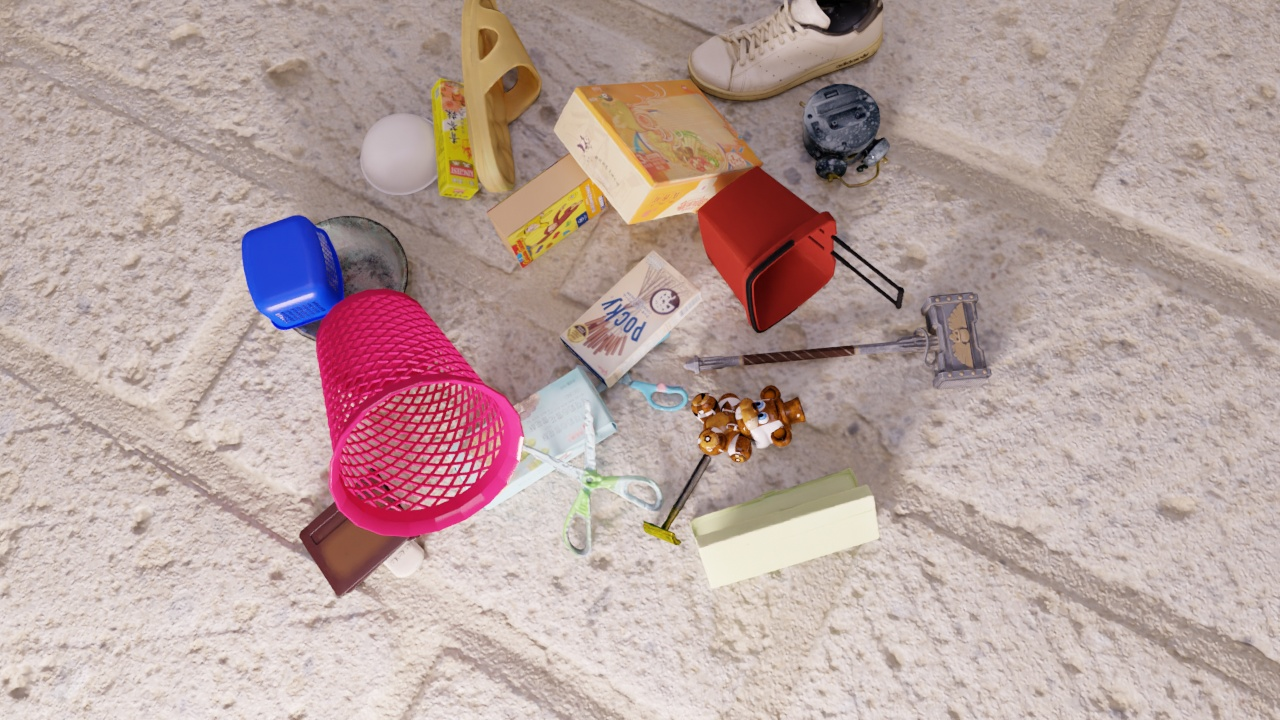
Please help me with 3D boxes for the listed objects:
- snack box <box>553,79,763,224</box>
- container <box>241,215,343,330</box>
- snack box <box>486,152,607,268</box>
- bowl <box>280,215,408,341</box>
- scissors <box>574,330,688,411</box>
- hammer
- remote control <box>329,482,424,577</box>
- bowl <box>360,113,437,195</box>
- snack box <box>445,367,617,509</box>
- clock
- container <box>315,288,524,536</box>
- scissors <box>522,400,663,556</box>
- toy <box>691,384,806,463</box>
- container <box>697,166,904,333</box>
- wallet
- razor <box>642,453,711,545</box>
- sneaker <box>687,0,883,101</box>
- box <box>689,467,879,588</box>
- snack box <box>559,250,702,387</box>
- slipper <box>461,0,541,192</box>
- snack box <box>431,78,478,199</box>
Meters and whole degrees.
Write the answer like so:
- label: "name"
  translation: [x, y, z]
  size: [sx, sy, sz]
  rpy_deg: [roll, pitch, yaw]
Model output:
- label: "snack box"
  translation: [0.020, -0.231, 1.023]
  size: [0.194, 0.081, 0.145]
  rpy_deg: [-21, 68, -45]
- label: "container"
  translation: [-0.394, -0.102, 1.031]
  size: [0.096, 0.058, 0.114]
  rpy_deg: [-19, 74, -1]
- label: "snack box"
  translation: [-0.105, -0.174, 1.054]
  size: [0.125, 0.088, 0.040]
  rpy_deg: [-37, 75, -6]
- label: "bowl"
  translation: [-0.344, -0.090, 1.076]
  size: [0.157, 0.038, 0.157]
  rpy_deg: [-1, 74, 4]
- label: "scissors"
  translation: [-0.006, 0.004, 1.036]
  size: [0.136, 0.015, 0.125]
  rpy_deg: [14, 76, 6]
- label: "hammer"
  translation: [0.209, -0.009, 1.008]
  size: [0.322, 0.044, 0.098]
  rpy_deg: [-5, 74, 5]
- label: "remote control"
  translation: [-0.289, 0.185, 1.005]
  size: [0.125, 0.018, 0.038]
  rpy_deg: [41, 81, 15]
- label: "bowl"
  translation: [-0.295, -0.261, 1.119]
  size: [0.110, 0.040, 0.109]
  rpy_deg: [-1, 74, 4]
- label: "snack box"
  translation: [-0.117, 0.086, 0.999]
  size: [0.174, 0.053, 0.075]
  rpy_deg: [-31, 75, -1]
- label: "clock"
  translation: [0.237, -0.261, 1.070]
  size: [0.090, 0.052, 0.129]
  rpy_deg: [-18, 73, -1]
- label: "container"
  translation: [-0.246, 0.035, 0.938]
  size: [0.183, 0.183, 0.225]
  rpy_deg: [-34, 44, -5]
- label: "scissors"
  translation: [-0.049, 0.125, 0.974]
  size: [0.168, 0.023, 0.171]
  rpy_deg: [1, 102, -6]
- label: "toy"
  translation: [0.118, 0.065, 0.983]
  size: [0.113, 0.067, 0.087]
  rpy_deg: [-19, 49, 12]
- label: "container"
  translation: [0.162, -0.095, 0.981]
  size: [0.127, 0.148, 0.201]
  rpy_deg: [-37, 66, -6]
- label: "wallet"
  translation: [-0.303, 0.186, 0.988]
  size: [0.116, 0.018, 0.091]
  rpy_deg: [-41, 76, 10]
- label: "razor"
  translation: [0.047, 0.146, 0.984]
  size: [0.042, 0.026, 0.105]
  rpy_deg: [13, 61, 43]
- label: "sneaker"
  translation: [0.175, -0.383, 1.083]
  size: [0.241, 0.102, 0.089]
  rpy_deg: [-16, 74, 1]
- label: "box"
  translation: [0.151, 0.178, 0.955]
  size: [0.188, 0.089, 0.078]
  rpy_deg: [-17, 104, -1]
- label: "snack box"
  translation: [-0.010, -0.048, 1.037]
  size: [0.150, 0.026, 0.082]
  rpy_deg: [-44, 66, -9]
- label: "slipper"
  translation: [-0.163, -0.330, 1.098]
  size: [0.078, 0.099, 0.263]
  rpy_deg: [-7, 78, 12]
- label: "snack box"
  translation: [-0.226, -0.269, 1.113]
  size: [0.040, 0.029, 0.148]
  rpy_deg: [3, 70, -34]
